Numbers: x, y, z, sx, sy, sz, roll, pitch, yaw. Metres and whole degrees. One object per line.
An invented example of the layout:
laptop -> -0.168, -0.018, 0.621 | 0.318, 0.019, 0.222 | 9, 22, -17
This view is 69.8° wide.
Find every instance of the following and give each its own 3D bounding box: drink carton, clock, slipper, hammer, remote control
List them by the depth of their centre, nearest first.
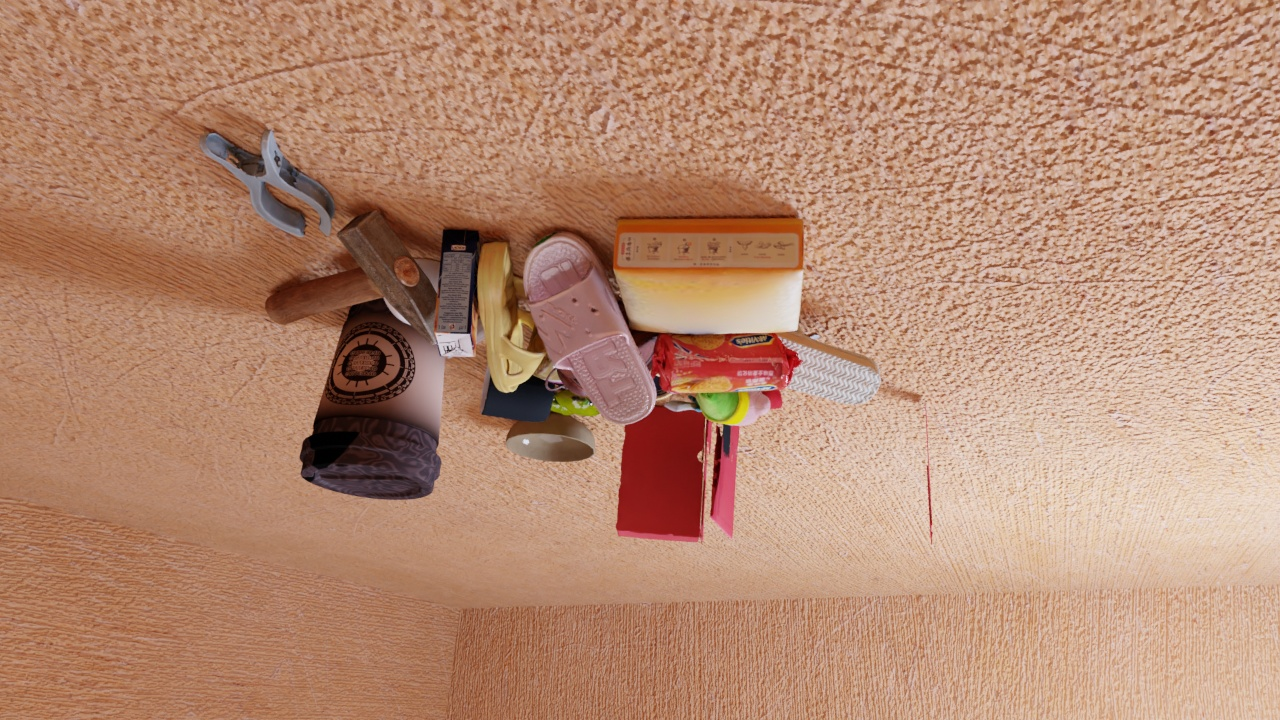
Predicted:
drink carton -> -0.198, -0.075, 1.002 | 0.040, 0.129, 0.064 | 2, 155, -5
slipper -> -0.059, -0.024, 1.016 | 0.094, 0.064, 0.239 | -22, 110, 16
hammer -> -0.358, -0.076, 1.090 | 0.302, 0.037, 0.158 | -7, 127, 42
slipper -> -0.143, -0.049, 1.096 | 0.078, 0.099, 0.264 | 2, 152, 0
clock -> -0.047, -0.007, 1.124 | 0.157, 0.072, 0.121 | -34, 160, -13
slipper -> 0.174, -0.010, 1.165 | 0.263, 0.052, 0.115 | 16, 141, 4
remote control -> -0.223, -0.036, 1.214 | 0.012, 0.033, 0.131 | 26, 149, -32

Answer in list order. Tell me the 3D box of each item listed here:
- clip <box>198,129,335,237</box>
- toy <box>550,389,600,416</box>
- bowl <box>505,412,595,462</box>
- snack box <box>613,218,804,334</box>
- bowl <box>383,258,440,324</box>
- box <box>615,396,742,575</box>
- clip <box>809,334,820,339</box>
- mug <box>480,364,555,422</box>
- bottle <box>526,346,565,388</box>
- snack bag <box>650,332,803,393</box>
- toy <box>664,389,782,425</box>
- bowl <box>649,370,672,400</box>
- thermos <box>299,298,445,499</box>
clip -> -0.383, -0.175, 0.928 | 0.112, 0.028, 0.163 | -1, 155, 8
toy -> -0.106, 0.067, 1.431 | 0.094, 0.036, 0.094 | 20, 158, -18
bowl -> -0.149, 0.125, 1.549 | 0.152, 0.050, 0.152 | 3, 157, 1
snack box -> 0.077, -0.083, 0.997 | 0.195, 0.080, 0.145 | 1, 157, 8
bowl -> -0.260, -0.073, 1.112 | 0.115, 0.050, 0.115 | 4, 157, 1
box -> 0.071, 0.216, 1.532 | 0.198, 0.216, 0.352 | 2, 158, 7
clip -> 0.213, 0.002, 1.228 | 0.056, 0.056, 0.102 | 42, 144, -18
mug -> -0.181, 0.042, 1.341 | 0.094, 0.085, 0.122 | 10, -176, -14
bottle -> -0.084, 0.016, 1.279 | 0.060, 0.059, 0.166 | -15, 152, 38
snack bag -> 0.096, 0.000, 1.084 | 0.176, 0.082, 0.082 | -1, 157, -8
toy -> 0.110, 0.045, 1.256 | 0.131, 0.097, 0.124 | -22, -156, -40
bowl -> -0.007, 0.007, 1.242 | 0.112, 0.061, 0.112 | 3, 157, 1
thermos -> -0.332, 0.049, 1.184 | 0.173, 0.225, 0.173 | 3, 157, 1
